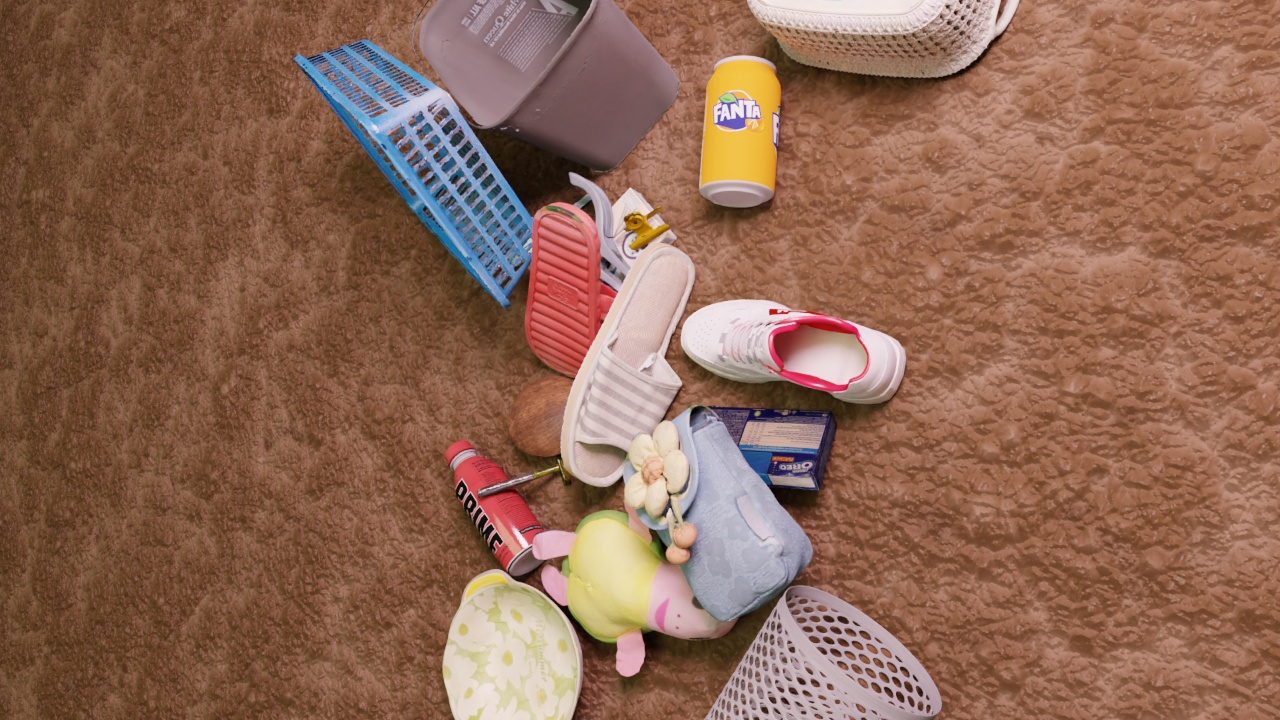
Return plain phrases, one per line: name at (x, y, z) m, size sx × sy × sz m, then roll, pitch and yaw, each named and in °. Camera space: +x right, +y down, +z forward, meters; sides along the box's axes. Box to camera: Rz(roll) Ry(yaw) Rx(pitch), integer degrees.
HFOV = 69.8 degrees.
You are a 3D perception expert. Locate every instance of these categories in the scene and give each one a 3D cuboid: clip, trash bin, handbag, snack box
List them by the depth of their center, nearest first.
trash bin at (0.144, 0.322, 0.810) m, size 0.156 × 0.156 × 0.183 m, roll 39°, pitch 105°, yaw 30°
handbag at (0.058, 0.143, 0.846) m, size 0.122 × 0.118 × 0.192 m, roll -41°, pitch 71°, yaw 28°
snack box at (0.114, 0.086, 0.917) m, size 0.150 × 0.027 × 0.082 m, roll 1°, pitch 50°, yaw 32°
clip at (0.001, -0.150, 1.011) m, size 0.054 × 0.046 × 0.048 m, roll -29°, pitch 23°, yaw 24°
trash bin at (-0.089, -0.334, 1.018) m, size 0.198 × 0.219 × 0.197 m, roll -46°, pitch 62°, yaw 17°
clip at (-0.057, -0.158, 1.049) m, size 0.173 × 0.030 × 0.164 m, roll 18°, pitch 94°, yaw 30°
snack box at (-0.036, -0.118, 1.065) m, size 0.150 × 0.026 × 0.082 m, roll -45°, pitch 64°, yaw 16°

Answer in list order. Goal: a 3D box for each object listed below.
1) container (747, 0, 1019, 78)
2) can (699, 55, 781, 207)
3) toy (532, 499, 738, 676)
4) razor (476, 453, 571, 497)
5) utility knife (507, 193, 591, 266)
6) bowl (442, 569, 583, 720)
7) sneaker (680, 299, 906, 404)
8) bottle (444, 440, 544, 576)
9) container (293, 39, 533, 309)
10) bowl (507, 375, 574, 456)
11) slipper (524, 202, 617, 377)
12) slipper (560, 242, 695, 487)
container at (0.222, -0.377, 0.883) m, size 0.252 × 0.143 × 0.185 m, roll 19°, pitch 106°, yaw 32°
can at (0.106, -0.239, 0.968) m, size 0.079 × 0.079 × 0.142 m, roll 1°, pitch 82°, yaw 31°
toy at (-0.012, 0.230, 0.956) m, size 0.239 × 0.087 × 0.190 m, roll 6°, pitch 96°, yaw 31°
razor at (-0.136, 0.137, 1.053) m, size 0.105 × 0.026 × 0.042 m, roll -17°, pitch 71°, yaw -12°
utility knife at (-0.106, -0.163, 1.124) m, size 0.148 × 0.015 × 0.022 m, roll -36°, pitch 64°, yaw 18°
bowl at (-0.132, 0.342, 1.028) m, size 0.189 × 0.060 × 0.219 m, roll -29°, pitch 69°, yaw 24°
sneaker at (0.131, -0.016, 0.901) m, size 0.237 × 0.104 × 0.090 m, roll 16°, pitch 90°, yaw 32°
bottle at (-0.175, 0.167, 1.081) m, size 0.062 × 0.062 × 0.176 m, roll -49°, pitch 61°, yaw 15°
container at (-0.248, -0.234, 1.049) m, size 0.089 × 0.257 × 0.362 m, roll -39°, pitch 40°, yaw -7°
bowl at (-0.112, 0.059, 1.064) m, size 0.114 × 0.026 × 0.101 m, roll 11°, pitch 69°, yaw 33°
slipper at (-0.071, -0.075, 1.001) m, size 0.103 × 0.059 × 0.249 m, roll 29°, pitch 141°, yaw 16°
slipper at (-0.006, 0.006, 0.983) m, size 0.054 × 0.114 × 0.272 m, roll 18°, pitch 89°, yaw 53°
